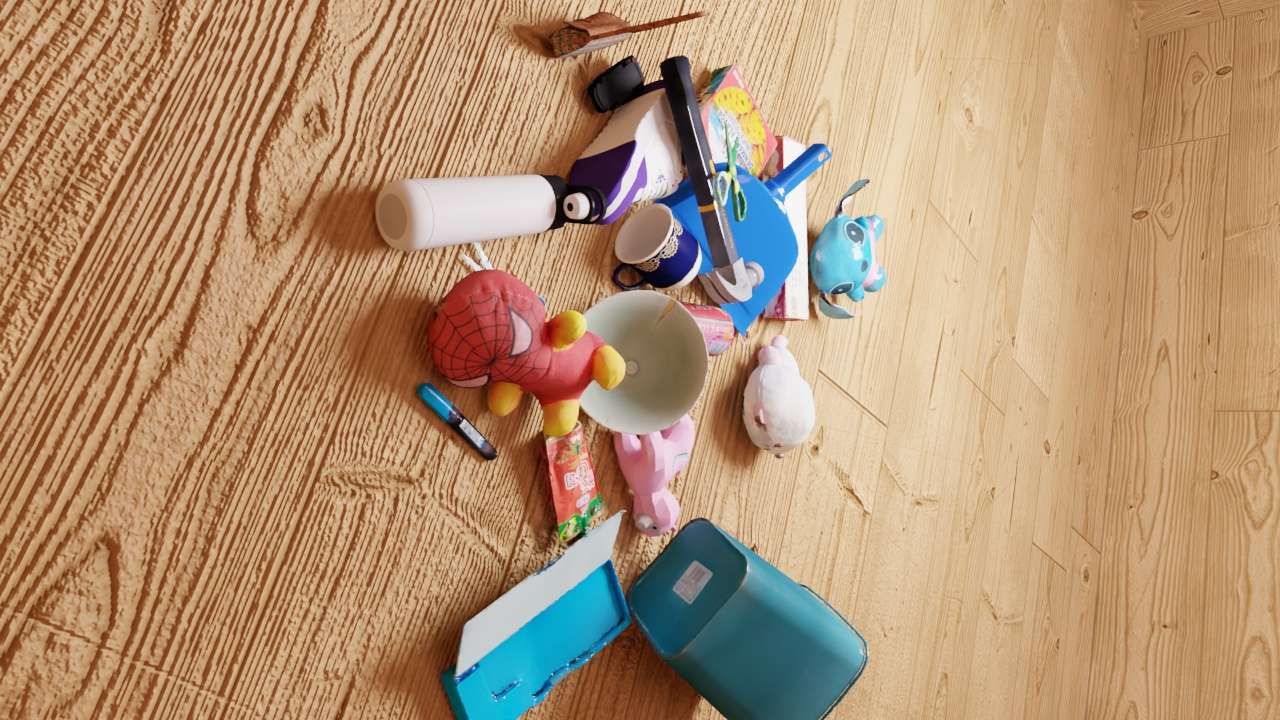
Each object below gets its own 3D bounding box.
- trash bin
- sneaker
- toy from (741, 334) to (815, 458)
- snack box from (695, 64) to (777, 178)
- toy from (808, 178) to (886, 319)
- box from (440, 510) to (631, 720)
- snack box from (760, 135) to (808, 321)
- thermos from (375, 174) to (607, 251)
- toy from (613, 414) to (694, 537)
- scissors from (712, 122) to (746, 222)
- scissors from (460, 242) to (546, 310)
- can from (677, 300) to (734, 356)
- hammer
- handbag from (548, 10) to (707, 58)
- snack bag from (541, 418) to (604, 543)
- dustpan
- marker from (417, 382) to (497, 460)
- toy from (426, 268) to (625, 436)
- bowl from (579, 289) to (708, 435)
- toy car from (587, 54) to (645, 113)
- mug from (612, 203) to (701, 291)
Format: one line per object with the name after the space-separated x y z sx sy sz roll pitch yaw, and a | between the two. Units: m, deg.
0.119 0.328 1.126 0.196 0.199 0.218 -48 118 -3 | trash bin
-0.003 -0.229 1.119 0.111 0.092 0.243 55 47 -35 | sneaker
0.199 0.045 1.318 0.139 0.102 0.179 55 33 -45 | toy
0.122 -0.313 1.288 0.142 0.040 0.144 52 53 -34 | snack box
0.341 -0.180 1.477 0.191 0.099 0.224 -15 113 -52 | toy
-0.109 0.278 0.992 0.242 0.060 0.176 -29 126 -44 | box
0.216 -0.197 1.385 0.076 0.044 0.273 2 87 -53 | snack box
-0.148 -0.155 0.943 0.229 0.101 0.068 -17 114 -48 | thermos
0.022 0.133 1.138 0.123 0.067 0.157 -35 118 -46 | toy
0.108 -0.238 1.142 0.108 0.012 0.131 -12 94 -60 | scissors
-0.156 -0.068 0.991 0.135 0.016 0.083 48 57 -35 | scissors
0.061 -0.042 1.187 0.124 0.067 0.066 6 83 -47 | can
0.084 -0.220 1.141 0.139 0.035 0.313 -41 119 -56 | hammer
-0.012 -0.380 1.032 0.093 0.196 0.043 -32 117 -46 | handbag
-0.077 0.148 1.055 0.087 0.044 0.155 -30 116 -53 | snack bag
0.170 -0.203 1.265 0.257 0.059 0.245 -40 123 0 | dustpan
-0.189 0.065 0.950 0.123 0.015 0.018 52 50 -35 | marker
-0.125 -0.012 0.951 0.216 0.098 0.148 33 105 -37 | toy
-0.007 0.006 1.104 0.174 0.068 0.174 1 78 -7 | bowl
-0.032 -0.338 1.126 0.091 0.036 0.042 -44 121 -28 | toy car
0.020 -0.125 1.147 0.112 0.085 0.089 -47 132 5 | mug
